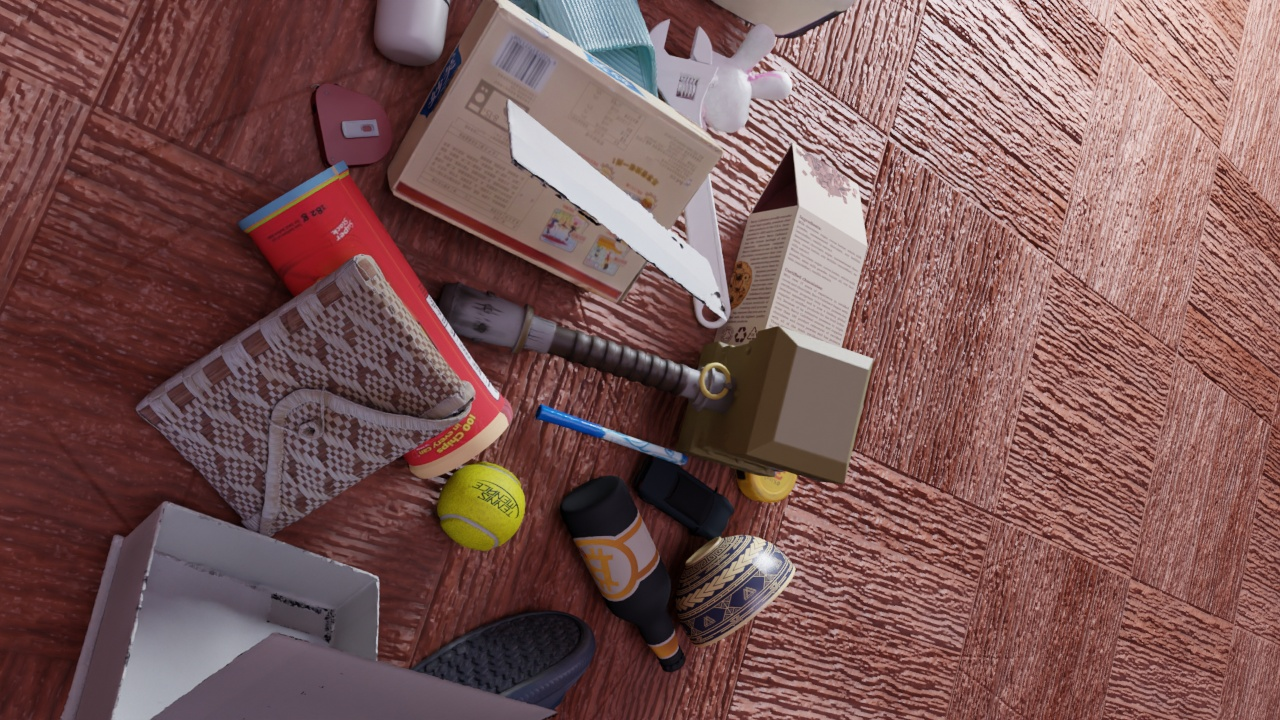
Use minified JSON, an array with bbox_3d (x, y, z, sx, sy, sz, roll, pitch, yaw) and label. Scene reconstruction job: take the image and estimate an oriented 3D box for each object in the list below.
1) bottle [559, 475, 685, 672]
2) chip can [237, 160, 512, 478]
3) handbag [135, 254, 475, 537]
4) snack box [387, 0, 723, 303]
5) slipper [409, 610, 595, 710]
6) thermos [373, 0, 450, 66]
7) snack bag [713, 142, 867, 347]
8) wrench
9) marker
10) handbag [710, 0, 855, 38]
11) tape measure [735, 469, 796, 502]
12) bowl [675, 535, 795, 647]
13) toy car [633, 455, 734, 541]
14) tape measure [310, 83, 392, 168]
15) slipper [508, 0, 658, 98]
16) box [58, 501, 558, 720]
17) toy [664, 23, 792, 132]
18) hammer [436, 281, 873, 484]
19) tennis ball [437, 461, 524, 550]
[{"bbox_3d":[-0.006,0.188,0.781,0.059,0.059,0.182,-34,109,-29],"label":"bottle"},{"bbox_3d":[-0.181,-0.025,0.644,0.086,0.087,0.213,-40,111,-26],"label":"chip can"},{"bbox_3d":[-0.214,0.029,0.593,0.186,0.047,0.124,-31,108,9],"label":"handbag"},{"bbox_3d":[-0.062,-0.152,0.695,0.207,0.055,0.153,24,112,-32],"label":"snack box"},{"bbox_3d":[-0.142,0.275,0.666,0.267,0.111,0.083,-22,106,-28],"label":"slipper"},{"bbox_3d":[-0.158,-0.330,0.672,0.052,0.052,0.224,8,86,-34],"label":"thermos"},{"bbox_3d":[0.151,-0.093,0.873,0.094,0.070,0.206,22,79,-32],"label":"snack bag"},{"bbox_3d":[0.048,-0.162,0.819,0.066,0.018,0.273,-10,103,-5],"label":"wrench"},{"bbox_3d":[-0.022,0.064,0.779,0.141,0.013,0.013,20,80,-20],"label":"marker"},{"bbox_3d":[0.135,-0.363,0.793,0.151,0.176,0.074,16,81,-32],"label":"handbag"},{"bbox_3d":[0.121,0.107,0.881,0.068,0.030,0.058,28,76,-29],"label":"tape measure"},{"bbox_3d":[0.074,0.193,0.813,0.112,0.113,0.061,-36,86,-28],"label":"bowl"},{"bbox_3d":[0.041,0.125,0.826,0.112,0.034,0.046,37,71,-29],"label":"toy car"},{"bbox_3d":[-0.207,-0.170,0.663,0.051,0.019,0.059,-14,99,-33],"label":"tape measure"},{"bbox_3d":[-0.030,-0.241,0.738,0.115,0.070,0.276,-28,112,-31],"label":"slipper"},{"bbox_3d":[-0.144,0.242,0.406,0.167,0.529,0.233,32,77,-38],"label":"box"},{"bbox_3d":[0.075,-0.247,0.836,0.125,0.037,0.076,-33,113,-6],"label":"toy"},{"bbox_3d":[-0.004,0.004,0.737,0.324,0.190,0.100,18,81,-15],"label":"hammer"},{"bbox_3d":[-0.121,0.111,0.699,0.065,0.065,0.065,-1,91,-34],"label":"tennis ball"}]
